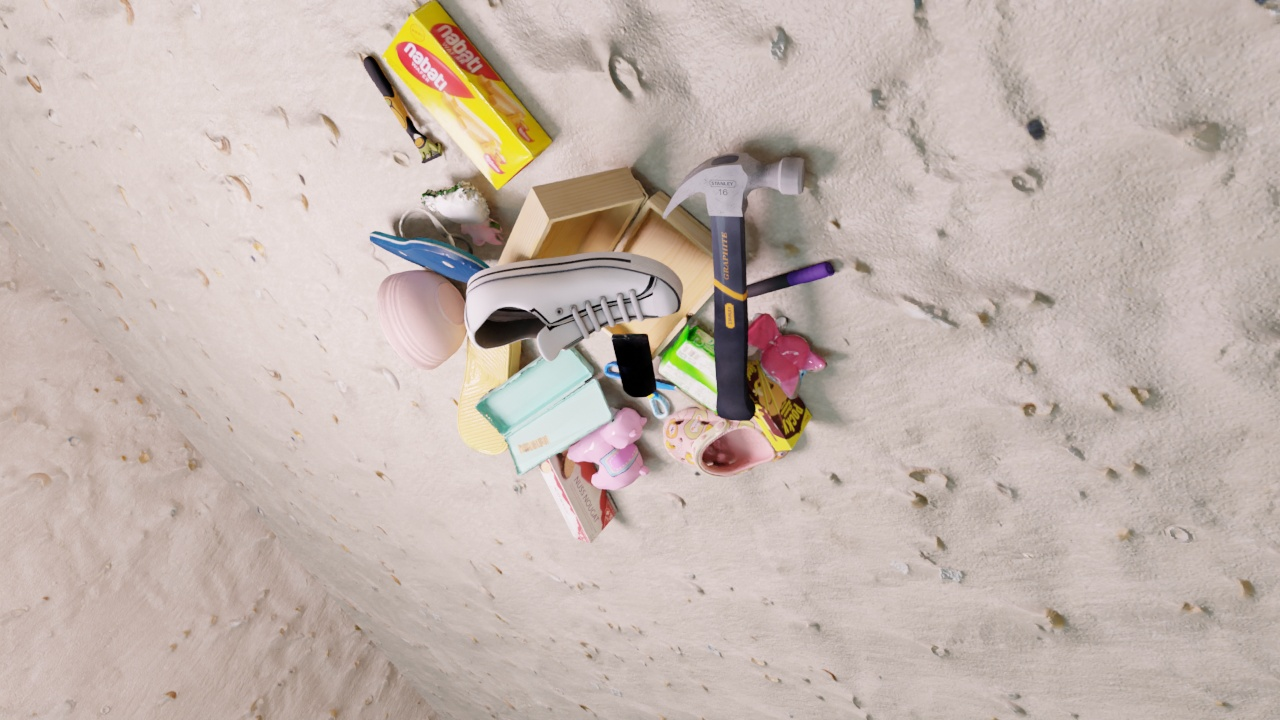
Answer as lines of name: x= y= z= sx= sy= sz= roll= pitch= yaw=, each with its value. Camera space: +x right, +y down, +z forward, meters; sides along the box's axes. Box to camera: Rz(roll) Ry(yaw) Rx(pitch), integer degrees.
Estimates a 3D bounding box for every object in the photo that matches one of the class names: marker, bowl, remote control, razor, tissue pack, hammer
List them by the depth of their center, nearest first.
hammer: x=0.102 y=-0.065 z=0.967 sx=0.139 sy=0.035 sz=0.313 roll=4 pitch=125 yaw=16
marker: x=0.153 y=-0.084 z=0.987 sx=0.018 sy=0.015 sz=0.134 roll=27 pitch=155 yaw=-34
tissue pack: x=0.082 y=0.015 z=1.137 sx=0.114 sy=0.034 sz=0.100 roll=36 pitch=145 yaw=-4
razor: x=-0.300 y=-0.313 z=1.144 sx=0.044 sy=0.021 sz=0.144 roll=-6 pitch=123 yaw=46
remote control: x=-0.007 y=0.007 z=1.162 sx=0.045 sy=0.021 sz=0.141 roll=-2 pitch=150 yaw=5
bowl: x=-0.300 y=-0.069 z=1.322 sx=0.076 sy=0.152 sz=0.153 roll=-21 pitch=117 yaw=23

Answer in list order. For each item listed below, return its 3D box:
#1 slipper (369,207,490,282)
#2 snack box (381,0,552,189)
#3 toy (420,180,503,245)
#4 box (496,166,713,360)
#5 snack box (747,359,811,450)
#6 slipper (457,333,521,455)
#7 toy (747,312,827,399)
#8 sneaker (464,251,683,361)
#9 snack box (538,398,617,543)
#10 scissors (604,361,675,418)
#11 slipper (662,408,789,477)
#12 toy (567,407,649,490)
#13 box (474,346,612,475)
slipper: x=-0.276 y=-0.156 z=1.245 sx=0.118 sy=0.060 sz=0.295 roll=35 pitch=169 yaw=-38
snack box: x=-0.197 y=-0.299 z=1.045 sx=0.200 sy=0.042 sz=0.092 roll=49 pitch=143 yaw=-14
toy: x=-0.222 y=-0.190 z=1.192 sx=0.096 sy=0.041 sz=0.109 roll=3 pitch=144 yaw=40
box: x=-0.043 y=-0.105 z=1.080 sx=0.252 sy=0.118 sz=0.248 roll=19 pitch=148 yaw=-15
snack box: x=0.146 y=0.033 z=1.081 sx=0.026 sy=0.061 sz=0.149 roll=-12 pitch=121 yaw=47
slipper: x=-0.216 y=0.029 z=1.399 sx=0.099 sy=0.078 sz=0.264 roll=21 pitch=124 yaw=19
toy: x=0.159 y=-0.011 z=1.042 sx=0.102 sy=0.050 sz=0.066 roll=44 pitch=109 yaw=-1
sneaker: x=-0.077 y=-0.050 z=0.988 sx=0.245 sy=0.097 sz=0.091 roll=-2 pitch=150 yaw=10
snack box: x=-0.113 y=0.176 z=1.463 sx=0.044 sy=0.076 sz=0.273 roll=13 pitch=137 yaw=39
scissors: x=0.003 y=0.032 z=1.252 sx=0.125 sy=0.013 sz=0.127 roll=10 pitch=140 yaw=37
slipper: x=0.103 y=0.117 z=1.198 sx=0.198 sy=0.081 sz=0.093 roll=-6 pitch=126 yaw=43
toy: x=-0.036 y=0.127 z=1.349 sx=0.123 sy=0.067 sz=0.158 roll=48 pitch=140 yaw=-15
box: x=-0.137 y=0.069 z=1.323 sx=0.187 sy=0.055 sz=0.138 roll=-32 pitch=93 yaw=26
